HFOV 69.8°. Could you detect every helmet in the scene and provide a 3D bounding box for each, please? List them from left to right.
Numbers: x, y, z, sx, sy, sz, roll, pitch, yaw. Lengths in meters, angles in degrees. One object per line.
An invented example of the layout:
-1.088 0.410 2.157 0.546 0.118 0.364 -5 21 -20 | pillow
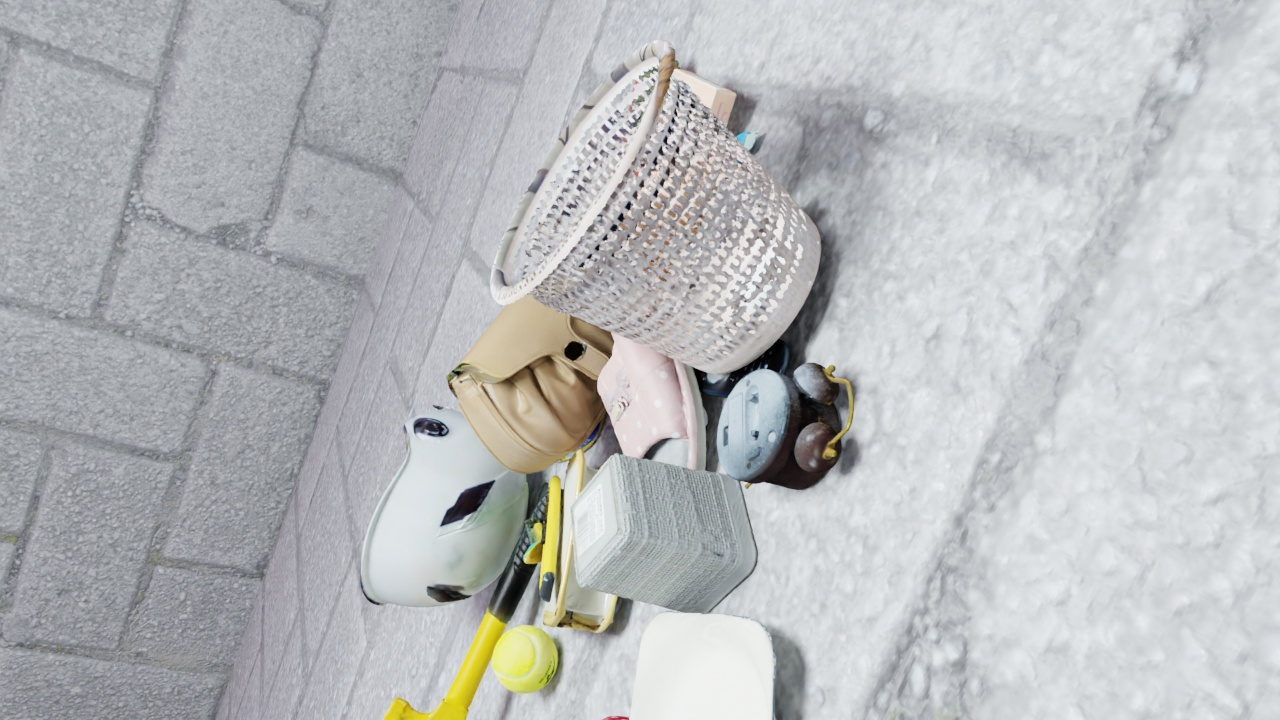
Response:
-0.208 0.179 1.056 0.258 0.146 0.229 -73 -4 -76 | helmet

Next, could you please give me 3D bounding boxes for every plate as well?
0.046 0.264 0.650 0.164 0.034 0.164 -17 58 55 | plate

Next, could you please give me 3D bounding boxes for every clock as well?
0.105 0.047 0.650 0.122 0.055 0.082 -35 44 51 | clock

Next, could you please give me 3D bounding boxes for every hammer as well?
-0.152 0.274 0.982 0.033 0.129 0.300 123 172 -80 | hammer

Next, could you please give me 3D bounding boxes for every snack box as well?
0.041 -0.202 0.914 0.084 0.026 0.157 48 128 50 | snack box

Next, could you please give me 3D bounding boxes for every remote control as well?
0.084 0.007 0.750 0.137 0.024 0.053 3 74 64 | remote control

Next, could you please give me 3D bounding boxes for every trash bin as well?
0.023 -0.097 0.714 0.228 0.192 0.227 -45 26 29 | trash bin

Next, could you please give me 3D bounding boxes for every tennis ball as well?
-0.116 0.300 0.922 0.066 0.065 0.065 -42 40 47 | tennis ball

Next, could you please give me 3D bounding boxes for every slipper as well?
-0.005 0.005 0.832 0.114 0.054 0.274 123 138 -52 | slipper

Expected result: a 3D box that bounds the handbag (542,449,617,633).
-0.058 0.182 0.903 0.179 0.063 0.163 135 145 -69 | handbag

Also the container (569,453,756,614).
0.013 0.134 0.711 0.090 0.114 0.090 -53 33 35 | container

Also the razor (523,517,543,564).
-0.103 0.185 0.914 0.132 0.028 0.043 136 122 -86 | razor

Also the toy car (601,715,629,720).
-0.017 0.342 0.714 0.045 0.053 0.120 -23 53 55 | toy car

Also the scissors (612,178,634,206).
-0.009 -0.159 1.047 0.160 0.014 0.178 -17 59 59 | scissors

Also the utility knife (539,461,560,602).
-0.087 0.154 0.886 0.192 0.015 0.033 -93 16 -56 | utility knife

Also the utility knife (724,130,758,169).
0.069 -0.196 0.912 0.162 0.018 0.034 -13 63 60 | utility knife

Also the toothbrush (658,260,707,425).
0.040 -0.025 0.856 0.026 0.026 0.220 123 150 -41 | toothbrush

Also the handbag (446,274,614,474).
-0.091 0.006 0.917 0.100 0.148 0.203 -39 15 46 | handbag

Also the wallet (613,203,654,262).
-0.008 -0.095 0.943 0.090 0.033 0.115 -119 28 -58 | wallet

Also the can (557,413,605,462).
-0.095 0.071 1.037 0.148 0.049 0.074 -27 52 56 | can

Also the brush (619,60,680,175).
0.015 -0.270 1.021 0.069 0.063 0.145 91 -172 -72 | brush
